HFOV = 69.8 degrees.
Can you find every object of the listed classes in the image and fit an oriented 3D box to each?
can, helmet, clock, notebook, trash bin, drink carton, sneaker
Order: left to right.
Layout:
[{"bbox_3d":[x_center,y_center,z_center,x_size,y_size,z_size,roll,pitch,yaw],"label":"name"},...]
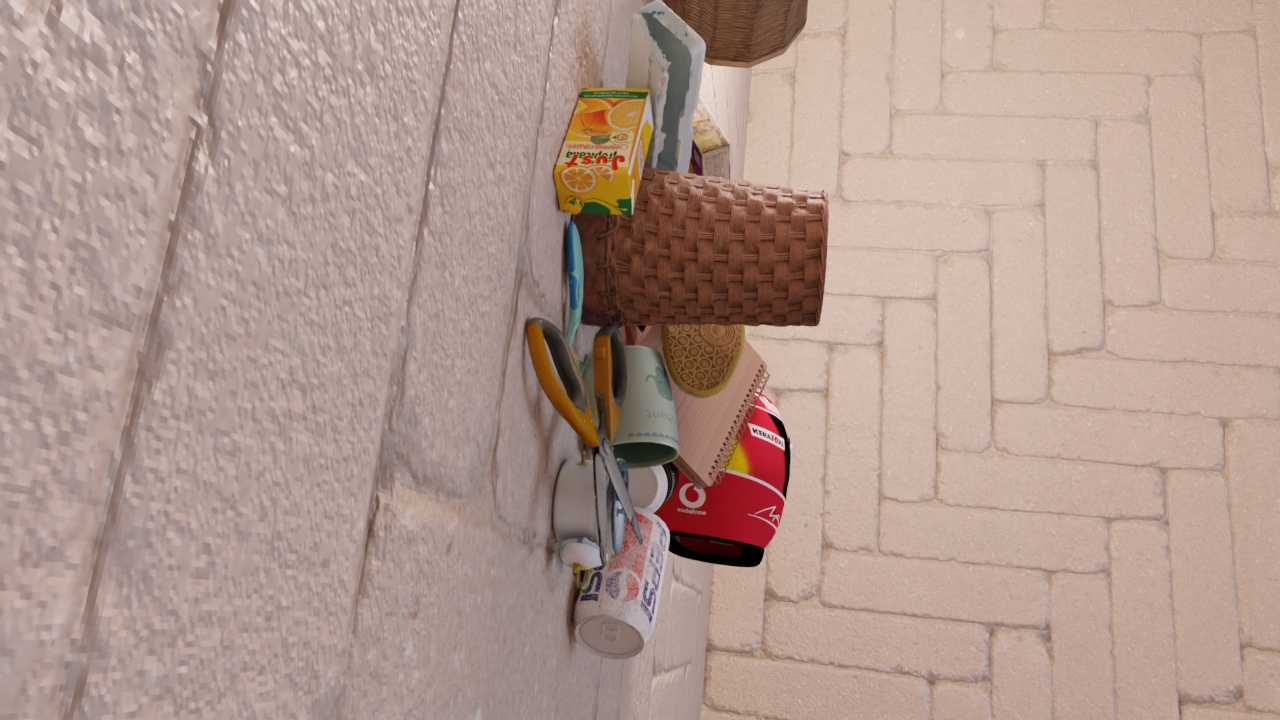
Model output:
[{"bbox_3d":[-0.041,0.138,0.788,0.083,0.057,0.117,57,37,-76],"label":"clock"},{"bbox_3d":[-0.028,-0.169,0.742,0.041,0.058,0.122,83,14,-49],"label":"drink carton"},{"bbox_3d":[-0.018,0.215,0.898,0.135,0.078,0.078,-76,166,-50],"label":"can"},{"bbox_3d":[0.001,0.131,1.004,0.128,0.072,0.072,12,82,-81],"label":"can"},{"bbox_3d":[0.064,0.023,1.046,0.169,0.022,0.209,48,45,-17],"label":"notebook"},{"bbox_3d":[0.065,-0.044,0.972,0.122,0.086,0.238,102,2,-58],"label":"sneaker"},{"bbox_3d":[0.056,-0.101,0.820,0.151,0.210,0.151,5,89,-82],"label":"trash bin"},{"bbox_3d":[0.098,0.137,1.200,0.271,0.198,0.224,55,43,-66],"label":"helmet"}]

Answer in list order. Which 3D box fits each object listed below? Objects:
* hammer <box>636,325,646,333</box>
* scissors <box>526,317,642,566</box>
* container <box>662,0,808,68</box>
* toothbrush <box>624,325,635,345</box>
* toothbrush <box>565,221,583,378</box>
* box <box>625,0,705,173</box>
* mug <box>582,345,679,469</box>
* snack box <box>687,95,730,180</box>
[{"bbox_3d":[0.033,-0.171,1.119,0.132,0.033,0.330,1,85,-51],"label":"hammer"},{"bbox_3d":[-0.033,0.045,0.734,0.225,0.016,0.225,-72,145,-58],"label":"scissors"},{"bbox_3d":[0.119,-0.480,1.071,0.196,0.227,0.226,86,10,-74],"label":"container"},{"bbox_3d":[-0.006,0.006,0.948,0.015,0.015,0.184,-28,105,-74],"label":"toothbrush"},{"bbox_3d":[-0.054,-0.047,0.759,0.022,0.017,0.135,-32,126,-70],"label":"toothbrush"},{"bbox_3d":[0.015,-0.231,0.832,0.199,0.070,0.085,98,-17,-67],"label":"box"},{"bbox_3d":[-0.016,0.039,0.873,0.111,0.084,0.104,28,52,-49],"label":"mug"},{"bbox_3d":[0.073,-0.272,1.208,0.144,0.040,0.148,80,-11,-57],"label":"snack box"}]
